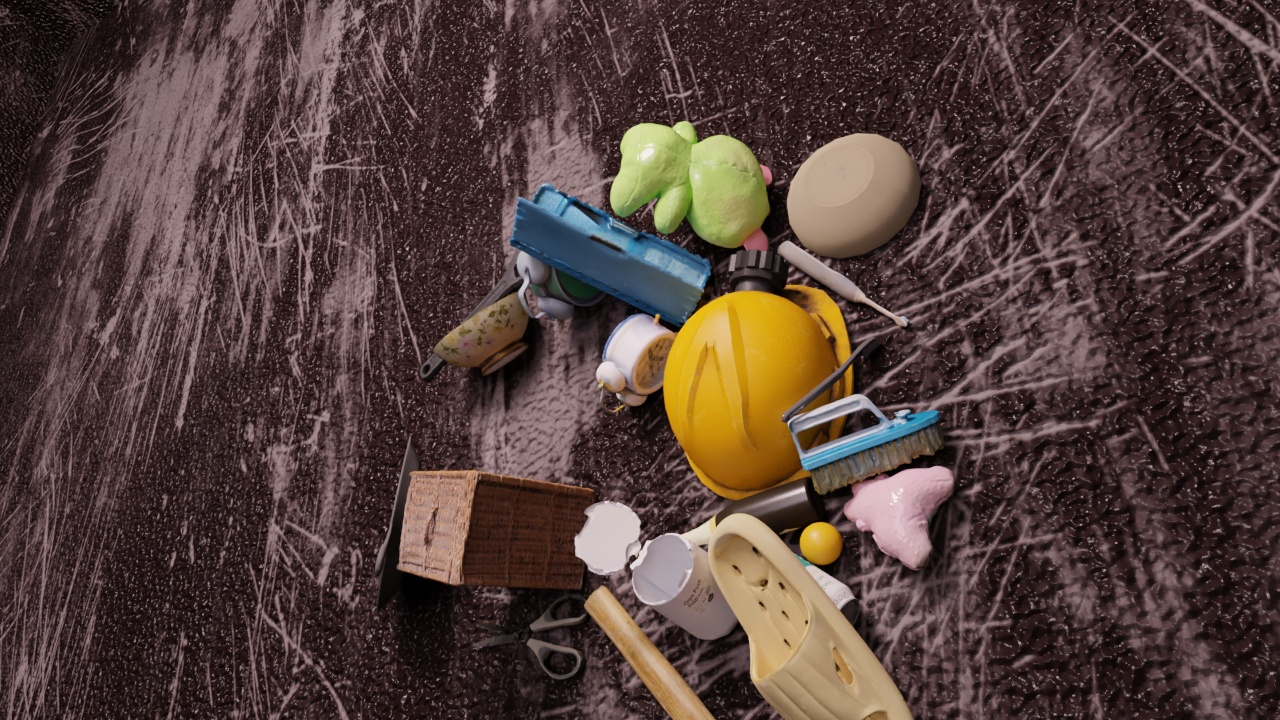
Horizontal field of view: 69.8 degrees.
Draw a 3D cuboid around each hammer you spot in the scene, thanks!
[{"bbox_3d":[0.043,0.341,0.891,0.132,0.033,0.330,-52,48,3],"label":"hammer"}]

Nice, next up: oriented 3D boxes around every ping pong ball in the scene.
[{"bbox_3d":[0.173,0.175,0.878,0.040,0.040,0.040,-16,58,28],"label":"ping pong ball"}]

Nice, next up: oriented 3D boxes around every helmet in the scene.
[{"bbox_3d":[0.104,0.008,0.956,0.206,0.131,0.255,-3,66,33],"label":"helmet"}]

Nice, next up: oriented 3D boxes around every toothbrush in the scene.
[{"bbox_3d":[0.190,0.018,0.906,0.013,0.013,0.166,32,48,31],"label":"toothbrush"},{"bbox_3d":[0.217,-0.082,0.995,0.185,0.024,0.022,41,132,41],"label":"toothbrush"}]

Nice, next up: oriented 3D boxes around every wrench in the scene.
[{"bbox_3d":[-0.221,-0.075,1.301,0.273,0.018,0.073,-46,49,8],"label":"wrench"}]

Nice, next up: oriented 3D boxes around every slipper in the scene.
[{"bbox_3d":[0.128,0.255,0.797,0.261,0.079,0.112,56,137,24],"label":"slipper"}]

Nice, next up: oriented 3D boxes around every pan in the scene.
[{"bbox_3d":[-0.279,0.201,1.060,0.355,0.024,0.216,176,105,-79],"label":"pan"}]

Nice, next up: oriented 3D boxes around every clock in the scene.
[{"bbox_3d":[-0.095,-0.118,1.154,0.075,0.122,0.161,7,47,38],"label":"clock"},{"bbox_3d":[-0.006,0.006,1.062,0.052,0.089,0.125,32,86,35],"label":"clock"}]

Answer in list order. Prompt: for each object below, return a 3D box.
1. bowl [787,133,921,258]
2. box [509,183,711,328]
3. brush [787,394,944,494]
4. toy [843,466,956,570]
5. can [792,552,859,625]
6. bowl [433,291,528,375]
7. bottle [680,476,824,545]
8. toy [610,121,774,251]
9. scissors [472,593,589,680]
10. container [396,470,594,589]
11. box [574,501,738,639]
[{"bbox_3d":[0.230,-0.193,1.024,0.153,0.050,0.152,-16,58,28],"label":"bowl"},{"bbox_3d":[-0.027,-0.138,1.051,0.231,0.112,0.094,27,66,0],"label":"box"},{"bbox_3d":[0.215,0.069,0.869,0.136,0.055,0.075,-21,93,8],"label":"brush"},{"bbox_3d":[0.234,0.137,0.847,0.096,0.052,0.099,9,67,41],"label":"toy"},{"bbox_3d":[0.151,0.217,0.862,0.102,0.055,0.055,27,84,41],"label":"can"},{"bbox_3d":[-0.193,-0.025,1.204,0.145,0.145,0.063,-35,89,15],"label":"bowl"},{"bbox_3d":[0.094,0.168,0.934,0.185,0.045,0.045,-23,55,23],"label":"bottle"},{"bbox_3d":[0.066,-0.212,1.075,0.197,0.107,0.150,9,65,4],"label":"toy"},{"bbox_3d":[-0.121,0.316,1.028,0.165,0.012,0.150,-39,49,9],"label":"scissors"},{"bbox_3d":[-0.156,0.184,1.001,0.113,0.198,0.113,-1,77,39],"label":"container"},{"bbox_3d":[0.018,0.207,0.909,0.084,0.147,0.136,-55,38,-8],"label":"box"}]
